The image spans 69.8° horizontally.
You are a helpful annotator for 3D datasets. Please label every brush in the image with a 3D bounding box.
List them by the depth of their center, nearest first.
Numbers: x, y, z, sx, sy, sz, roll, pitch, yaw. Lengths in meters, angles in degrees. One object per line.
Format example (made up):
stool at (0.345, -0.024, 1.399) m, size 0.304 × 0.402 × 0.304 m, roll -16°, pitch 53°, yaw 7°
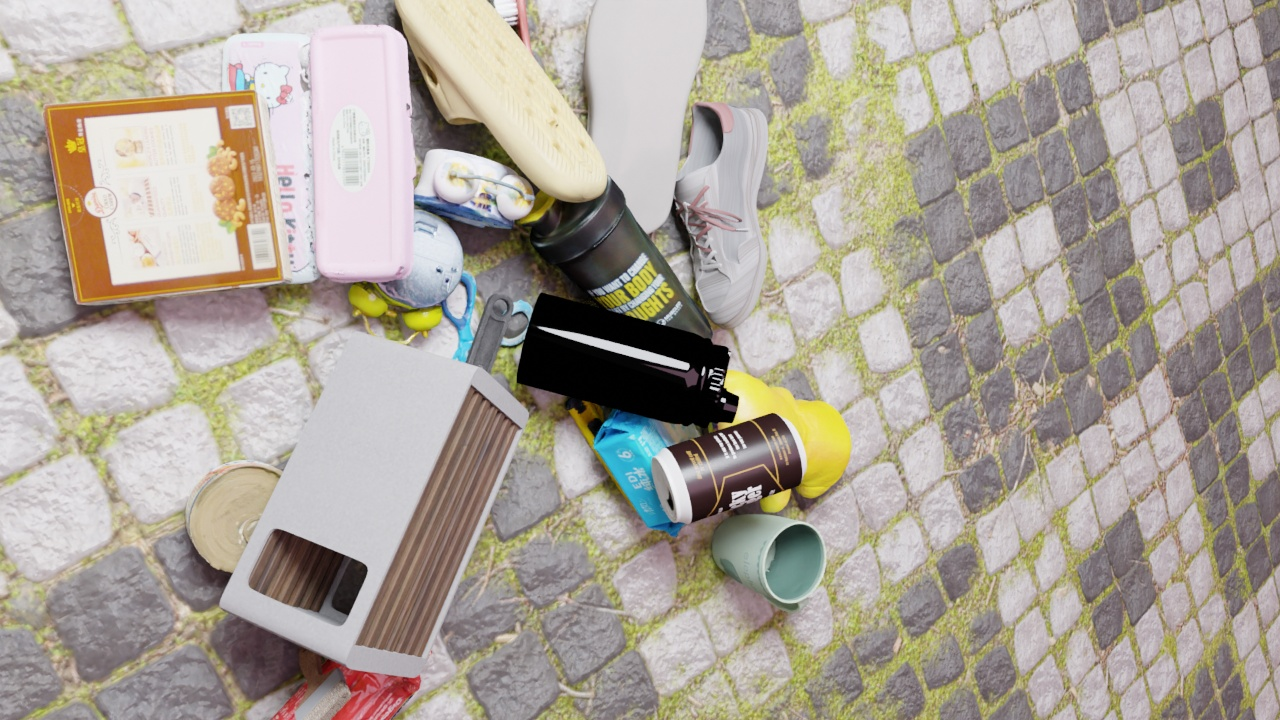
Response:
brush at (-0.250, 0.244, 0.707) m, size 0.045 × 0.143 × 0.008 m, roll -46°, pitch 112°, yaw -13°
brush at (-0.118, -0.309, 0.843) m, size 0.030 × 0.041 × 0.172 m, roll -13°, pitch 100°, yaw -13°

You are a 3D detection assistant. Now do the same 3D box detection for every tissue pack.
tissue pack at (0.013, 0.090, 0.902) m, size 0.144 × 0.062 × 0.092 m, roll 60°, pitch 38°, yaw -20°

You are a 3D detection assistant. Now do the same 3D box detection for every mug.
mug at (0.135, 0.215, 0.965) m, size 0.084 × 0.104 × 0.111 m, roll -33°, pitch 107°, yaw -27°

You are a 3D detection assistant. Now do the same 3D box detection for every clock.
clock at (-0.141, -0.144, 0.778) m, size 0.088 × 0.125 × 0.052 m, roll 13°, pitch 90°, yaw -32°
clock at (-0.201, -0.072, 0.782) m, size 0.083 × 0.057 × 0.119 m, roll 17°, pitch 81°, yaw -31°

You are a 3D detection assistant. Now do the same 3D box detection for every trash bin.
trash bin at (-0.199, 0.112, 0.718) m, size 0.114 × 0.114 × 0.228 m, roll 57°, pitch 51°, yaw -64°

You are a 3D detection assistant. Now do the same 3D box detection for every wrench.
wrench at (-0.167, 0.069, 0.822) m, size 0.073 × 0.018 × 0.273 m, roll 22°, pitch 83°, yaw -29°

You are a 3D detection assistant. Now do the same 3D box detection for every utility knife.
utility knife at (-0.026, 0.096, 0.919) m, size 0.030 × 0.017 × 0.159 m, roll -37°, pitch 112°, yaw -16°

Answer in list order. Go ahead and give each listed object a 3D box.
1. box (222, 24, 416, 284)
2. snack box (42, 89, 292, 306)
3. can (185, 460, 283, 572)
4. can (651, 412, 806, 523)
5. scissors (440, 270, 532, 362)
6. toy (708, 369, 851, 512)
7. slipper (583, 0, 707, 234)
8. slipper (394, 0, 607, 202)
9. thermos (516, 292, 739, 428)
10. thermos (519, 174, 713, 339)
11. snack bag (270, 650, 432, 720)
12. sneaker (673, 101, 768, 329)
box at (-0.256, -0.161, 0.725) m, size 0.153 × 0.037 × 0.201 m, roll -2°, pitch 91°, yaw 0°
snack box at (-0.344, -0.119, 0.677) m, size 0.147 × 0.041 × 0.143 m, roll -8°, pitch 95°, yaw -11°
can at (-0.312, 0.123, 0.726) m, size 0.086 × 0.043 × 0.086 m, roll -1°, pitch 91°, yaw -31°
can at (0.080, 0.098, 0.833) m, size 0.128 × 0.072 × 0.072 m, roll -17°, pitch 100°, yaw -13°
scissors at (-0.161, -0.019, 0.835) m, size 0.118 × 0.013 × 0.139 m, roll 47°, pitch 70°, yaw -26°
toy at (0.143, 0.087, 0.949) m, size 0.193 × 0.088 × 0.134 m, roll 16°, pitch 71°, yaw -44°
slipper at (-0.004, -0.257, 0.898) m, size 0.113 × 0.080 × 0.266 m, roll 2°, pitch 105°, yaw -11°
slipper at (-0.132, -0.224, 0.785) m, size 0.261 × 0.079 × 0.111 m, roll 52°, pitch 32°, yaw 9°
thermos at (-0.005, 0.005, 0.836) m, size 0.198 × 0.086 × 0.086 m, roll 15°, pitch 82°, yaw -1°
thermos at (-0.017, -0.087, 0.869) m, size 0.221 × 0.098 × 0.098 m, roll 47°, pitch 68°, yaw -32°
snack bag at (-0.250, 0.290, 0.747) m, size 0.176 × 0.082 × 0.082 m, roll -48°, pitch 113°, yaw -22°
sneaker at (0.070, -0.152, 0.926) m, size 0.089 × 0.099 × 0.236 m, roll 9°, pitch 79°, yaw -32°
